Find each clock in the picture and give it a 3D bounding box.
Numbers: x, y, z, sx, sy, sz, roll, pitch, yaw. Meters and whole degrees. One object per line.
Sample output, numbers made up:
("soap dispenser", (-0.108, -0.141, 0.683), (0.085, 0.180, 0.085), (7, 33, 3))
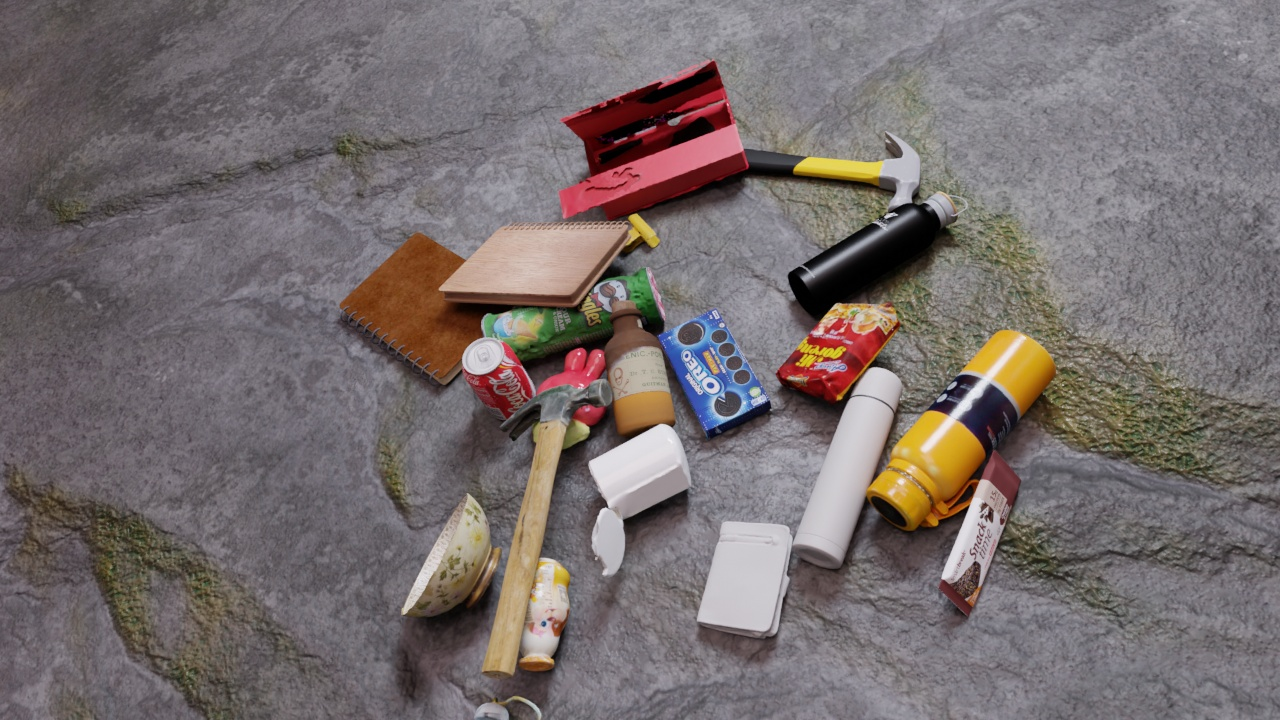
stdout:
("clock", (-0.141, 0.382, 0.889), (0.083, 0.057, 0.117), (21, 58, 26))

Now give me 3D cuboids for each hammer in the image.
("hammer", (-0.115, 0.166, 0.964), (0.132, 0.033, 0.329), (-11, 49, 27))
("hammer", (0.210, -0.260, 1.225), (0.324, 0.029, 0.126), (11, 61, 23))

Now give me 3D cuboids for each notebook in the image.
("notebook", (-0.287, -0.072, 1.242), (0.225, 0.024, 0.167), (31, 69, 30))
("notebook", (-0.133, -0.129, 1.189), (0.211, 0.022, 0.168), (4, 41, 30))

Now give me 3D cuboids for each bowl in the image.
("bowl", (-0.193, 0.220, 0.984), (0.063, 0.145, 0.145), (29, 64, -11))

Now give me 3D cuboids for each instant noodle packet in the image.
("instant noodle packet", (0.223, -0.013, 1.034), (0.135, 0.039, 0.099), (-47, 29, -14))

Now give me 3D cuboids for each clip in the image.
("clip", (-0.007, -0.167, 1.224), (0.049, 0.044, 0.054), (-19, 52, -28))

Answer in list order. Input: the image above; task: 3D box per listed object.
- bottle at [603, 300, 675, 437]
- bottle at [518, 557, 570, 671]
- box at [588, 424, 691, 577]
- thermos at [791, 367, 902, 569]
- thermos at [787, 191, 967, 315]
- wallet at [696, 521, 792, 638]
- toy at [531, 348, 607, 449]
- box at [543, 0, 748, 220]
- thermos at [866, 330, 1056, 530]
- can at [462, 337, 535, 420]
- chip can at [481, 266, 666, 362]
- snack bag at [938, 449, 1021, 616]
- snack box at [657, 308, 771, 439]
("bottle", (-0.006, 0.006, 1.062), (0.068, 0.068, 0.156), (-13, 73, 7))
("bottle", (-0.105, 0.263, 0.950), (0.063, 0.063, 0.109), (-7, 55, 11))
("box", (-0.003, 0.147, 0.977), (0.137, 0.083, 0.143), (-26, 42, -1))
("thermos", (0.222, 0.108, 0.967), (0.052, 0.052, 0.223), (16, 63, 24))
("thermos", (0.290, -0.138, 1.102), (0.231, 0.061, 0.061), (-31, 55, -6))
("wallet", (0.110, 0.223, 0.940), (0.086, 0.032, 0.116), (5, 61, 30))
("toy", (-0.082, 0.045, 1.096), (0.092, 0.045, 0.135), (18, 70, 22))
("box", (-0.026, -0.464, 1.266), (0.215, 0.141, 0.510), (-18, 80, 12))
("thermos", (0.334, 0.077, 0.943), (0.091, 0.076, 0.232), (37, 73, 28))
("can", (-0.170, 0.022, 1.098), (0.064, 0.105, 0.064), (-7, 56, 11))
("chip can", (-0.085, -0.051, 1.142), (0.223, 0.075, 0.075), (-16, 55, 6))
("snack bag", (0.335, 0.168, 0.900), (0.013, 0.057, 0.157), (-6, 47, 56))
("snack box", (0.084, 0.013, 1.081), (0.082, 0.027, 0.150), (-26, 55, -1))
